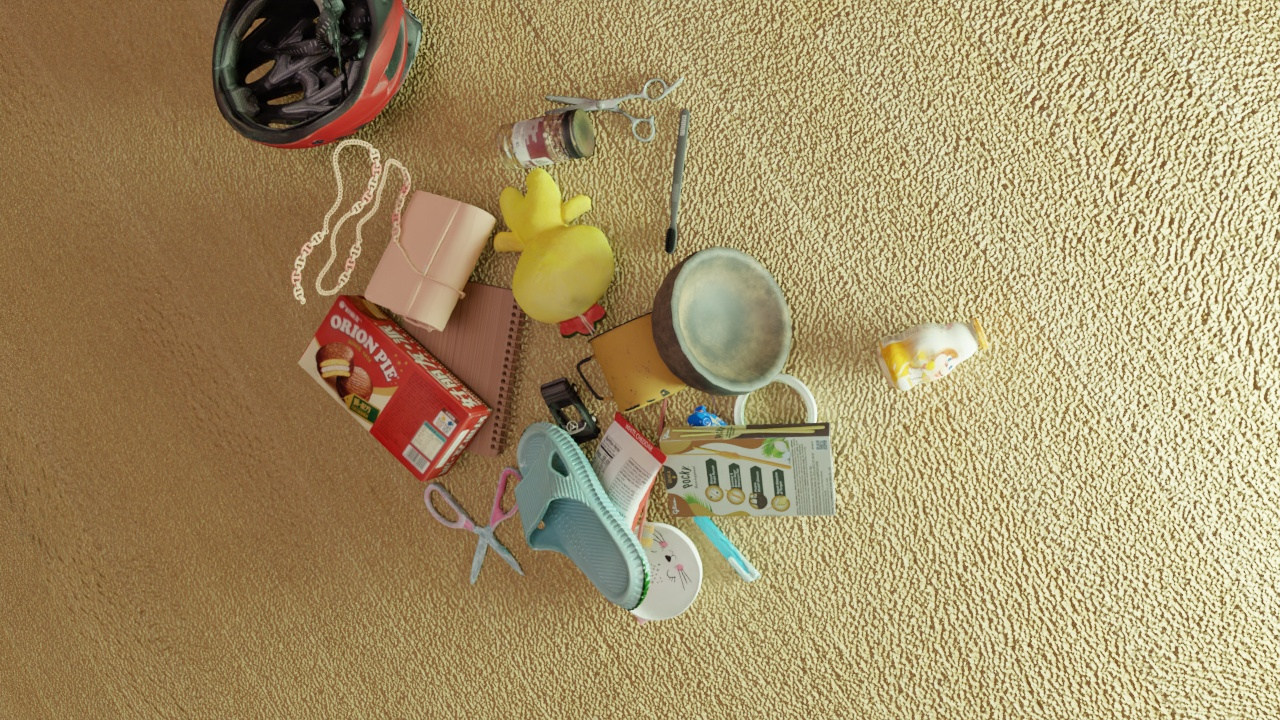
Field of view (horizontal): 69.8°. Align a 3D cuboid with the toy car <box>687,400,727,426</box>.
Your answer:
[{"bbox_3d":[0.091,0.064,1.066,0.092,0.033,0.061,39,61,-7],"label":"toy car"}]

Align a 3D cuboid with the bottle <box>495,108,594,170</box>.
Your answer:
[{"bbox_3d":[-0.113,-0.259,1.081,0.105,0.056,0.056,-5,93,23],"label":"bottle"}]

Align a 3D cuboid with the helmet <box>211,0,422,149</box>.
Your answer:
[{"bbox_3d":[-0.393,-0.370,1.108,0.272,0.166,0.217,-29,86,18],"label":"helmet"}]

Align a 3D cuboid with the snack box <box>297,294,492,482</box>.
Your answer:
[{"bbox_3d":[-0.309,0.032,1.148,0.236,0.060,0.113,40,106,13],"label":"snack box"}]

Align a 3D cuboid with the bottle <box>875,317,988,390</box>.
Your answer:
[{"bbox_3d":[0.307,-0.011,0.968,0.109,0.063,0.063,-21,88,17],"label":"bottle"}]

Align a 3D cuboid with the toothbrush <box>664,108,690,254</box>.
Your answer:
[{"bbox_3d":[0.043,-0.207,1.063,0.013,0.013,0.167,8,95,17],"label":"toothbrush"}]

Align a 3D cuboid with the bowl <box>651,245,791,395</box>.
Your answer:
[{"bbox_3d":[0.081,-0.038,0.999,0.070,0.161,0.162,-21,87,56],"label":"bowl"}]

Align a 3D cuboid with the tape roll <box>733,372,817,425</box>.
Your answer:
[{"bbox_3d":[0.153,0.061,1.045,0.094,0.018,0.094,1,94,18],"label":"tape roll"}]

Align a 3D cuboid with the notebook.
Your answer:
[{"bbox_3d":[-0.227,0.004,1.161,0.169,0.022,0.210,13,98,17],"label":"notebook"}]

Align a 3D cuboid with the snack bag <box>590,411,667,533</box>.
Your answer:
[{"bbox_3d":[-0.028,0.149,1.071,0.131,0.039,0.144,37,110,56],"label":"snack bag"}]

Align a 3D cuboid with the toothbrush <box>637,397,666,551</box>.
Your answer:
[{"bbox_3d":[0.018,0.129,1.066,0.016,0.015,0.184,4,74,18],"label":"toothbrush"}]

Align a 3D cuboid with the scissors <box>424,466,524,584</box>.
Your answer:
[{"bbox_3d":[-0.210,0.205,1.179,0.175,0.013,0.171,20,104,14],"label":"scissors"}]

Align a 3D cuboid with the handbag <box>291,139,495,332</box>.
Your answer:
[{"bbox_3d":[-0.281,-0.127,1.061,0.117,0.187,0.198,20,82,36],"label":"handbag"}]

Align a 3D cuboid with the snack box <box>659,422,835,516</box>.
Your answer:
[{"bbox_3d":[0.121,0.124,1.030,0.186,0.031,0.101,-3,114,14],"label":"snack box"}]

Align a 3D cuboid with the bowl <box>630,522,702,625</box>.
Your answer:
[{"bbox_3d":[0.021,0.244,1.086,0.115,0.050,0.115,1,95,18],"label":"bowl"}]

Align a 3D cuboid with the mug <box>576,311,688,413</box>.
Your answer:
[{"bbox_3d":[-0.007,0.006,1.046,0.123,0.100,0.094,-23,89,-2],"label":"mug"}]

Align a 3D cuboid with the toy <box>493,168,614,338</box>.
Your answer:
[{"bbox_3d":[-0.105,-0.127,1.079,0.134,0.092,0.207,-30,65,19],"label":"toy"}]

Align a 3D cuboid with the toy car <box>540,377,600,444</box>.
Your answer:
[{"bbox_3d":[-0.085,0.063,1.098,0.040,0.037,0.092,-19,121,17],"label":"toy car"}]

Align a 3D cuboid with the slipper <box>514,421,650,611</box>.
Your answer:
[{"bbox_3d":[-0.084,0.174,1.047,0.276,0.069,0.116,48,128,37],"label":"slipper"}]

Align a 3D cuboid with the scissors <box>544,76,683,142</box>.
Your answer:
[{"bbox_3d":[-0.033,-0.310,1.077,0.160,0.014,0.121,32,104,10],"label":"scissors"}]

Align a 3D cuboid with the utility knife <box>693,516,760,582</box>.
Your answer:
[{"bbox_3d":[0.085,0.201,1.080,0.149,0.015,0.022,50,129,9],"label":"utility knife"}]
